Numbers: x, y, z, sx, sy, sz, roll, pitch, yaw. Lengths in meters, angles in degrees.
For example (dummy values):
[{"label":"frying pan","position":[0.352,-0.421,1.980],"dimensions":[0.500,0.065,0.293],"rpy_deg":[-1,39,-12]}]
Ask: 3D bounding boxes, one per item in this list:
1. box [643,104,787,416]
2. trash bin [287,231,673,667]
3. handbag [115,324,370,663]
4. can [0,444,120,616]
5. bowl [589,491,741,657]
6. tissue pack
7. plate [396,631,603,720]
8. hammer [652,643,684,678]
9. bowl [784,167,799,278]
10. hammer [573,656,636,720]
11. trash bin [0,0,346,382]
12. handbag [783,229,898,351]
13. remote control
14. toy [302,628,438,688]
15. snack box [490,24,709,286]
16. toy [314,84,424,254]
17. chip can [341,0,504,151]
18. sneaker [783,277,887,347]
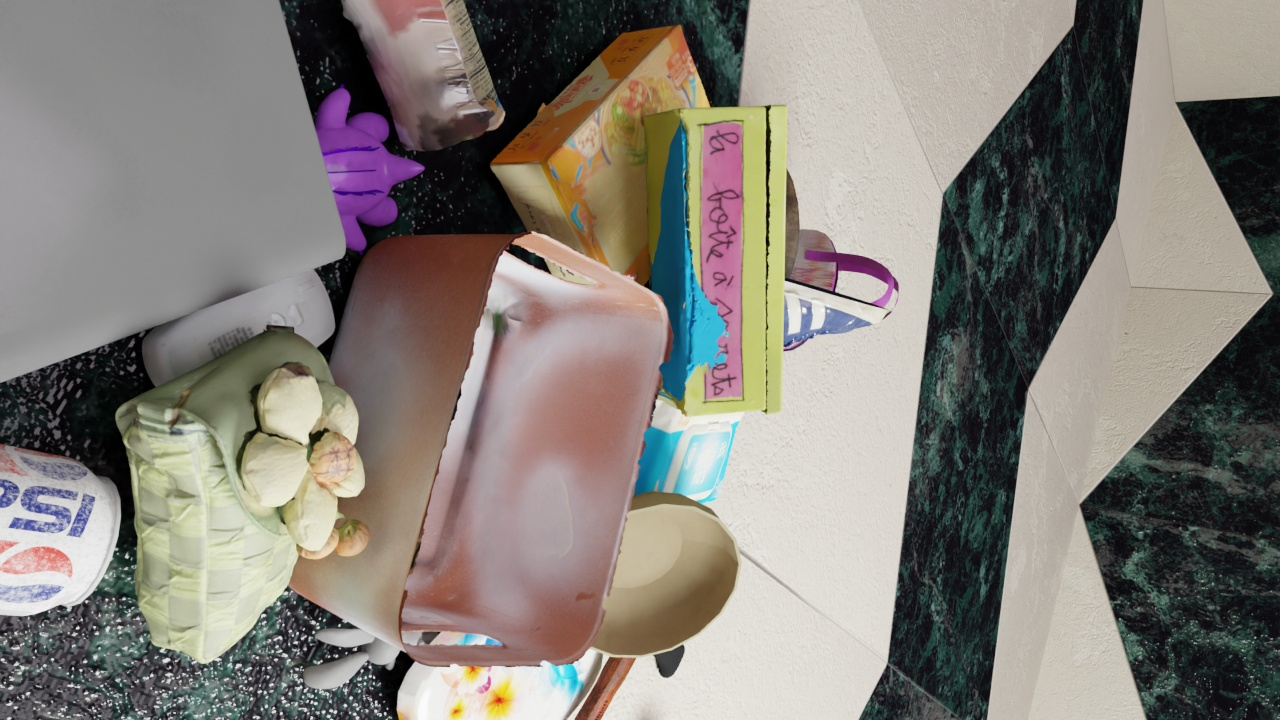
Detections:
[{"label":"box","position":[0.054,-0.076,0.688],"dimensions":[0.082,0.124,0.221],"rpy_deg":[-6,102,-11]},{"label":"trash bin","position":[-0.110,0.053,0.620],"dimensions":[0.181,0.158,0.259],"rpy_deg":[22,80,-51]},{"label":"handbag","position":[-0.206,0.077,0.501],"dimensions":[0.113,0.117,0.187],"rpy_deg":[-59,163,-64]},{"label":"can","position":[-0.322,0.072,0.417],"dimensions":[0.136,0.078,0.078],"rpy_deg":[27,75,-50]},{"label":"bowl","position":[0.002,0.167,0.751],"dimensions":[0.152,0.050,0.152],"rpy_deg":[-7,118,-14]},{"label":"tissue pack","position":[0.028,0.082,0.837],"dimensions":[0.209,0.066,0.117],"rpy_deg":[2,108,-63]},{"label":"plate","position":[-0.101,0.258,0.744],"dimensions":[0.186,0.016,0.187],"rpy_deg":[-42,133,-33]},{"label":"hammer","position":[-0.031,0.213,0.853],"dimensions":[0.126,0.029,0.324],"rpy_deg":[-61,138,-25]},{"label":"bowl","position":[0.088,-0.128,0.906],"dimensions":[0.161,0.070,0.162],"rpy_deg":[-12,106,-50]},{"label":"hammer","position":[-0.019,0.268,0.810],"dimensions":[0.300,0.028,0.111],"rpy_deg":[-58,148,-13]},{"label":"trash bin","position":[-0.276,-0.103,0.432],"dimensions":[0.219,0.098,0.192],"rpy_deg":[-33,121,-45]},{"label":"handbag","position":[0.185,-0.075,0.958],"dimensions":[0.068,0.170,0.144],"rpy_deg":[33,71,-49]},{"label":"remote control","position":[-0.237,-0.016,0.549],"dimensions":[0.114,0.028,0.060],"rpy_deg":[-40,127,-41]},{"label":"toy","position":[-0.184,0.201,0.654],"dimensions":[0.111,0.030,0.049],"rpy_deg":[4,108,-57]},{"label":"snack box","position":[-0.021,-0.160,0.755],"dimensions":[0.194,0.081,0.145],"rpy_deg":[-54,134,-31]},{"label":"toy","position":[-0.184,-0.118,0.575],"dimensions":[0.087,0.056,0.106],"rpy_deg":[-19,111,-51]},{"label":"chip can","position":[-0.158,-0.248,0.573],"dimensions":[0.079,0.080,0.230],"rpy_deg":[-45,129,-38]},{"label":"sneaker","position":[0.114,-0.016,0.831],"dimensions":[0.232,0.091,0.118],"rpy_deg":[11,101,-31]}]
